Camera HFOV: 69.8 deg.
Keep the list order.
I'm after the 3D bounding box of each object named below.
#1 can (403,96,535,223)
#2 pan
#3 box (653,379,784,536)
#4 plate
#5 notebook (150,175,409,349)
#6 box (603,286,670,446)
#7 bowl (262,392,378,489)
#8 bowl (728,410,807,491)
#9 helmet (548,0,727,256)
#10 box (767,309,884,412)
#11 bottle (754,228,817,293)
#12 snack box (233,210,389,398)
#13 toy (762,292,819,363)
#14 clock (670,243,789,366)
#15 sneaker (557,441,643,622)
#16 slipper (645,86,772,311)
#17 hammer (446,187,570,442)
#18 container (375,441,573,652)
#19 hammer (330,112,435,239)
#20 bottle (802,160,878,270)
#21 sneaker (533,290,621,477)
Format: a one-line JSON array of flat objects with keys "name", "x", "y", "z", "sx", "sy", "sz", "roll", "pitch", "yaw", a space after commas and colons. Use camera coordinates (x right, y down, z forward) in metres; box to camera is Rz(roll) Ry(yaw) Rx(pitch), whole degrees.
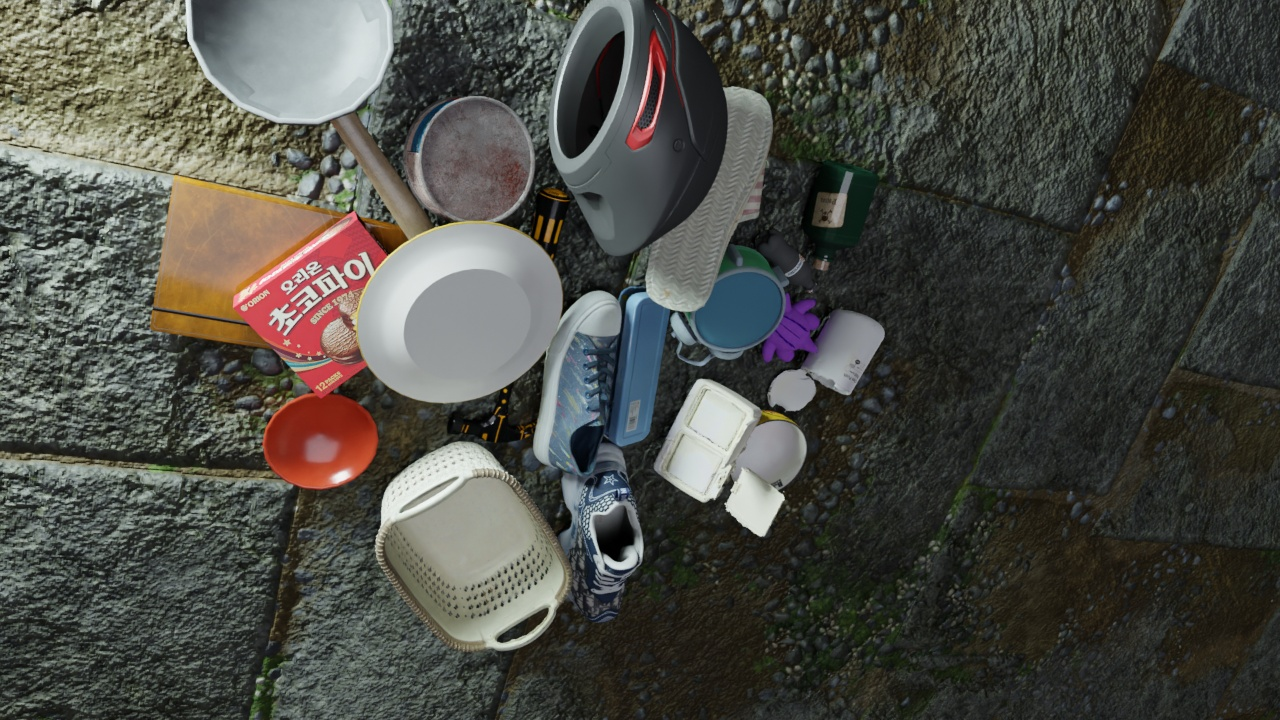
[{"name": "can", "x": -0.176, "y": -0.207, "z": 0.953, "sx": 0.129, "sy": 0.044, "sz": 0.130, "roll": -11, "pitch": 110, "yaw": -33}, {"name": "pan", "x": -0.250, "y": -0.356, "z": 0.866, "sx": 0.356, "sy": 0.041, "sz": 0.178, "roll": -37, "pitch": 102, "yaw": -12}, {"name": "box", "x": 0.098, "y": 0.116, "z": 1.154, "sx": 0.095, "sy": 0.186, "sz": 0.145, "roll": 16, "pitch": 102, "yaw": -43}, {"name": "plate", "x": -0.189, "y": -0.043, "z": 0.996, "sx": 0.229, "sy": 0.021, "sz": 0.230, "roll": -15, "pitch": 130, "yaw": -19}, {"name": "notebook", "x": -0.371, "y": -0.079, "z": 0.973, "sx": 0.249, "sy": 0.014, "sz": 0.179, "roll": 10, "pitch": 109, "yaw": -25}, {"name": "box", "x": -0.008, "y": 0.005, "z": 1.157, "sx": 0.066, "sy": 0.049, "sz": 0.210, "roll": -11, "pitch": 121, "yaw": -38}, {"name": "bowl", "x": -0.363, "y": 0.085, "z": 1.041, "sx": 0.122, "sy": 0.035, "sz": 0.122, "roll": -9, "pitch": 116, "yaw": -18}, {"name": "bowl", "x": 0.159, "y": 0.118, "z": 1.246, "sx": 0.117, "sy": 0.067, "sz": 0.117, "roll": -9, "pitch": 116, "yaw": -18}, {"name": "helmet", "x": 0.006, "y": -0.238, "z": 0.962, "sx": 0.169, "sy": 0.164, "sz": 0.265, "roll": 10, "pitch": 101, "yaw": -37}, {"name": "box", "x": 0.248, "y": 0.009, "z": 1.232, "sx": 0.084, "sy": 0.112, "sz": 0.162, "roll": 33, "pitch": 85, "yaw": -35}, {"name": "bottle", "x": 0.188, "y": -0.123, "z": 1.163, "sx": 0.036, "sy": 0.036, "sz": 0.110, "roll": -48, "pitch": 121, "yaw": 4}, {"name": "snack box", "x": -0.321, "y": -0.058, "z": 0.971, "sx": 0.152, "sy": 0.036, "sz": 0.133, "roll": -36, "pitch": 121, "yaw": -3}, {"name": "toy", "x": 0.192, "y": -0.040, "z": 1.192, "sx": 0.088, "sy": 0.056, "sz": 0.106, "roll": 33, "pitch": 98, "yaw": -32}, {"name": "clock", "x": 0.102, "y": -0.062, "z": 1.140, "sx": 0.121, "sy": 0.075, "sz": 0.162, "roll": 21, "pitch": 117, "yaw": -27}, {"name": "sneaker", "x": -0.043, "y": 0.248, "z": 1.189, "sx": 0.103, "sy": 0.132, "sz": 0.270, "roll": -8, "pitch": 117, "yaw": -21}, {"name": "slipper", "x": 0.081, "y": -0.183, "z": 1.064, "sx": 0.115, "sy": 0.052, "sz": 0.263, "roll": 20, "pitch": 94, "yaw": 7}, {"name": "hammer", "x": -0.134, "y": -0.045, "z": 1.074, "sx": 0.123, "sy": 0.036, "sz": 0.321, "roll": 6, "pitch": 113, "yaw": -28}, {"name": "container", "x": -0.203, "y": 0.219, "z": 1.105, "sx": 0.184, "sy": 0.143, "sz": 0.246, "roll": -30, "pitch": 121, "yaw": -7}, {"name": "hammer", "x": -0.255, "y": -0.171, "z": 0.955, "sx": 0.119, "sy": 0.031, "sz": 0.331, "roll": -35, "pitch": 117, "yaw": -8}, {"name": "bottle", "x": 0.243, "y": -0.177, "z": 1.145, "sx": 0.061, "sy": 0.061, "sz": 0.131, "roll": 4, "pitch": 112, "yaw": -26}, {"name": "sneaker", "x": -0.066, "y": 0.035, "z": 1.098, "sx": 0.087, "sy": 0.079, "sz": 0.236, "roll": -3, "pitch": 117, "yaw": -45}]
